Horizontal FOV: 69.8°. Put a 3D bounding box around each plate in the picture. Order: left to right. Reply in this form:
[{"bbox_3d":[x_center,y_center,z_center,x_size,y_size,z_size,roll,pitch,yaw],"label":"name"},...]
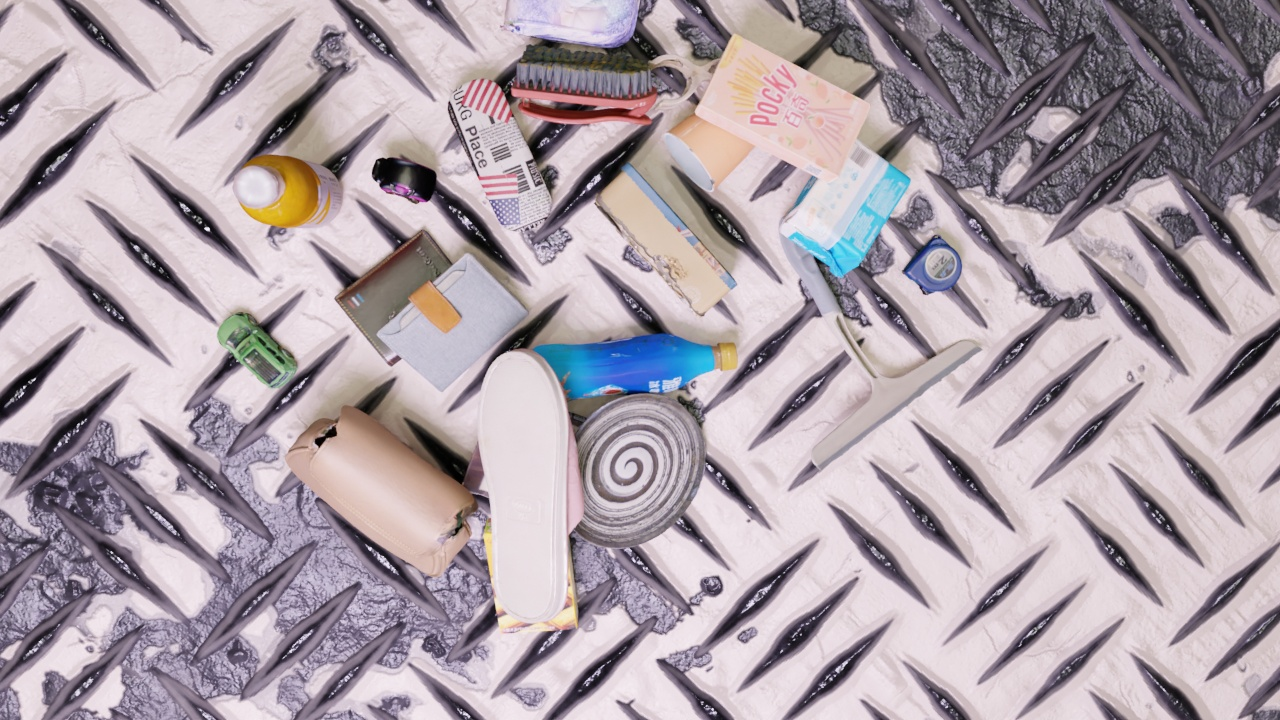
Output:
[{"bbox_3d":[-0.010,0.118,0.993,0.179,0.024,0.179,-8,109,-25],"label":"plate"}]

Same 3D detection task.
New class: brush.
[{"bbox_3d":[-0.055,-0.277,0.943,0.146,0.063,0.069,7,132,3],"label":"brush"}]

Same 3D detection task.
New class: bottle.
[{"bbox_3d":[-0.338,-0.161,0.877,0.068,0.189,0.068,-1,98,-4],"label":"bottle"},{"bbox_3d":[-0.006,0.006,0.981,0.218,0.065,0.065,-6,97,-3],"label":"bottle"}]

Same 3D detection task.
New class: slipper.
[{"bbox_3d":[-0.108,0.125,0.923,0.114,0.054,0.274,-4,89,30],"label":"slipper"}]

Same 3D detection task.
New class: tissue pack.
[{"bbox_3d":[0.215,-0.165,0.967,0.090,0.063,0.140,35,75,-6],"label":"tissue pack"}]

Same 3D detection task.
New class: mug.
[{"bbox_3d":[0.095,-0.244,0.956,0.122,0.078,0.078,-40,98,-3],"label":"mug"}]

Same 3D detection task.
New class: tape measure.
[{"bbox_3d":[-0.241,-0.184,0.947,0.058,0.057,0.039,16,92,11],"label":"tape measure"},{"bbox_3d":[0.324,-0.102,1.010,0.054,0.025,0.058,40,97,-9],"label":"tape measure"}]

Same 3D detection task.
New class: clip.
[{"bbox_3d":[0.053,-0.287,0.968,0.103,0.035,0.092,7,92,-12],"label":"clip"}]

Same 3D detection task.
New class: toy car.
[{"bbox_3d":[-0.407,-0.010,0.970,0.043,0.036,0.091,-45,94,3],"label":"toy car"}]

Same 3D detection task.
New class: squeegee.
[{"bbox_3d":[0.215,-0.048,1.004,0.246,0.039,0.246,-33,92,-18],"label":"squeegee"}]

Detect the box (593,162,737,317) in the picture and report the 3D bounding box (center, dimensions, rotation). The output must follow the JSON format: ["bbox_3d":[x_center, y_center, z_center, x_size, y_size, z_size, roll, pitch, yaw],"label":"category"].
[{"bbox_3d":[0.021,-0.129,0.956,0.060,0.089,0.184,-40,99,8],"label":"box"}]

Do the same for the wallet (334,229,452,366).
[{"bbox_3d":[-0.249,-0.067,0.982,0.122,0.020,0.096,-38,98,-1],"label":"wallet"}]

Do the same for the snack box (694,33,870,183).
[{"bbox_3d":[0.142,-0.250,0.914,0.157,0.026,0.084,26,83,-6],"label":"snack box"}]

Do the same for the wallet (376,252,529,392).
[{"bbox_3d":[-0.196,-0.040,0.962,0.130,0.037,0.106,-41,125,2],"label":"wallet"}]

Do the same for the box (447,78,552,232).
[{"bbox_3d":[-0.147,-0.214,0.962,0.071,0.057,0.164,-20,97,16],"label":"box"}]

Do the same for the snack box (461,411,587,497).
[{"bbox_3d":[-0.115,0.104,0.993,0.125,0.053,0.113,21,95,-6],"label":"snack box"}]

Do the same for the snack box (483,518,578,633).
[{"bbox_3d":[-0.117,0.232,0.997,0.087,0.033,0.140,-4,114,0],"label":"snack box"}]

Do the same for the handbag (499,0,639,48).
[{"bbox_3d":[-0.059,-0.417,0.923,0.134,0.075,0.194,11,95,-1],"label":"handbag"}]

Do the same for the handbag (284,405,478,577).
[{"bbox_3d":[-0.260,0.130,0.945,0.204,0.148,0.099,39,63,-9],"label":"handbag"}]
